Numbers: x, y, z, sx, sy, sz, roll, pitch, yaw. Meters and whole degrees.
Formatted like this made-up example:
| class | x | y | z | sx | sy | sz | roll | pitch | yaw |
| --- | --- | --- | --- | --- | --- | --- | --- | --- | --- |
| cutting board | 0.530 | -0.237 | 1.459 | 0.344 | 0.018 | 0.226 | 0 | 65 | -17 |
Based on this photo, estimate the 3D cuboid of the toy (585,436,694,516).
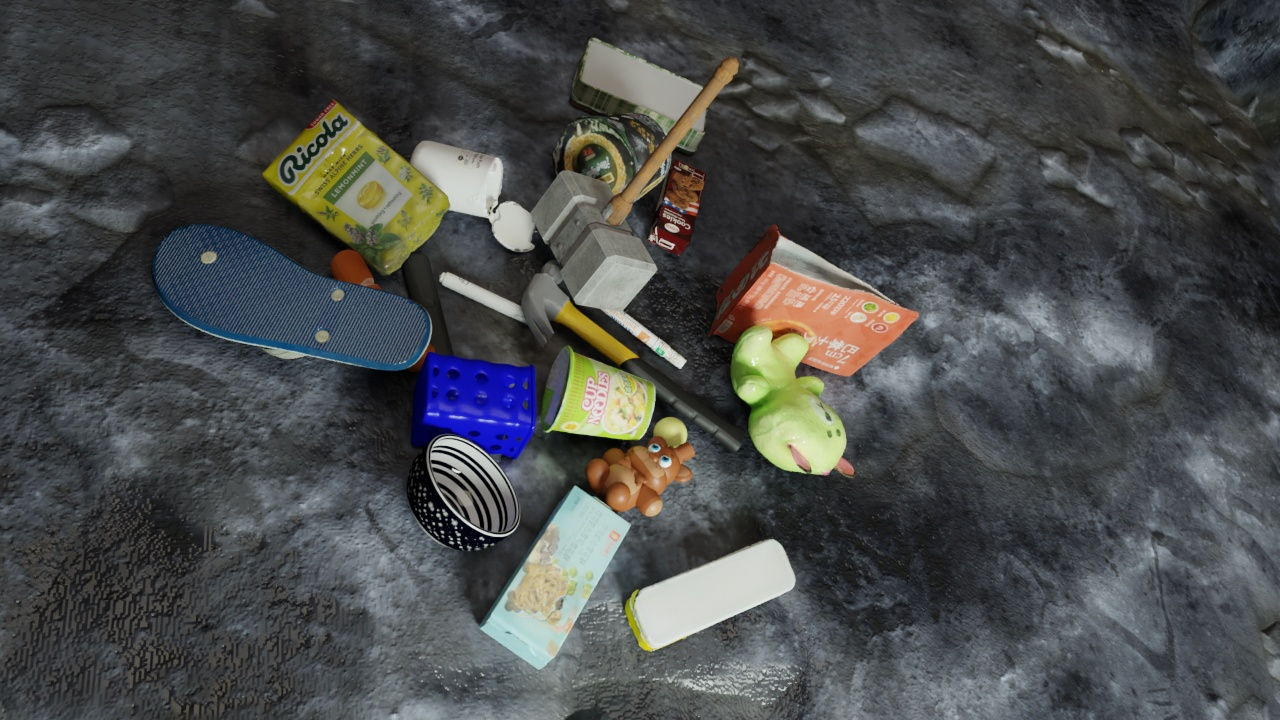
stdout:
| class | x | y | z | sx | sy | sz | roll | pitch | yaw |
| --- | --- | --- | --- | --- | --- | --- | --- | --- | --- |
| toy | 0.006 | 0.122 | 1.017 | 0.127 | 0.065 | 0.095 | -26 | 56 | -25 |

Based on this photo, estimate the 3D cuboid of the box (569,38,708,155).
| class | x | y | z | sx | sy | sz | roll | pitch | yaw |
| --- | --- | --- | --- | --- | --- | --- | --- | --- | --- |
| box | 0.002 | -0.391 | 1.360 | 0.205 | 0.051 | 0.117 | 19 | 51 | -16 |

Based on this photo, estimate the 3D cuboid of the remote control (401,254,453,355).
| class | x | y | z | sx | sy | sz | roll | pitch | yaw |
| --- | --- | --- | --- | --- | --- | --- | --- | --- | --- |
| remote control | -0.242 | -0.057 | 1.046 | 0.033 | 0.015 | 0.146 | -5 | 63 | -29 |

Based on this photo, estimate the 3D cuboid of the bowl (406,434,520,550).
| class | x | y | z | sx | sy | sz | roll | pitch | yaw |
| --- | --- | --- | --- | --- | --- | --- | --- | --- | --- |
| bowl | -0.186 | 0.140 | 0.909 | 0.120 | 0.066 | 0.120 | 43 | 20 | -20 |

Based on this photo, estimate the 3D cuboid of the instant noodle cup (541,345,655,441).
| class | x | y | z | sx | sy | sz | roll | pitch | yaw |
| --- | --- | --- | --- | --- | --- | --- | --- | --- | --- |
| instant noodle cup | -0.045 | 0.044 | 1.027 | 0.108 | 0.099 | 0.098 | 15 | 55 | -17 |

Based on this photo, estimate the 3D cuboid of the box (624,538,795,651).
| class | x | y | z | sx | sy | sz | roll | pitch | yaw |
| --- | --- | --- | --- | --- | --- | --- | --- | --- | --- |
| box | 0.080 | 0.252 | 1.001 | 0.209 | 0.037 | 0.064 | -13 | 69 | -33 |

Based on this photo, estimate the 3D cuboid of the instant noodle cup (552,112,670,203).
| class | x | y | z | sx | sy | sz | roll | pitch | yaw |
| --- | --- | --- | --- | --- | --- | --- | --- | --- | --- |
| instant noodle cup | -0.031 | -0.267 | 1.219 | 0.137 | 0.138 | 0.112 | 47 | 42 | 6 |

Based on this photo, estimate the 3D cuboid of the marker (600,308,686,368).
| class | x | y | z | sx | sy | sz | roll | pitch | yaw |
| --- | --- | --- | --- | --- | --- | --- | --- | --- | --- |
| marker | -0.004 | -0.039 | 1.154 | 0.145 | 0.017 | 0.017 | 37 | 51 | -1 |

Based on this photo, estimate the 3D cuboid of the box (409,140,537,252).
| class | x | y | z | sx | sy | sz | roll | pitch | yaw |
| --- | --- | --- | --- | --- | --- | --- | --- | --- | --- |
| box | -0.200 | -0.200 | 1.127 | 0.156 | 0.126 | 0.084 | 13 | 49 | 4 |

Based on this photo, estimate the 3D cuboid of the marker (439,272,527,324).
| class | x | y | z | sx | sy | sz | roll | pitch | yaw |
| --- | --- | --- | --- | --- | --- | --- | --- | --- | --- |
| marker | -0.176 | -0.070 | 1.085 | 0.133 | 0.017 | 0.020 | 25 | 27 | -11 |

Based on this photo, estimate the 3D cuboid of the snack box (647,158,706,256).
| class | x | y | z | sx | sy | sz | roll | pitch | yaw |
| --- | --- | --- | --- | --- | --- | --- | --- | --- | --- |
| snack box | 0.052 | -0.216 | 1.284 | 0.051 | 0.032 | 0.140 | 24 | 53 | -12 |

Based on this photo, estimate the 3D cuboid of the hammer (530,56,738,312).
| class | x | y | z | sx | sy | sz | roll | pitch | yaw |
| --- | --- | --- | --- | --- | --- | --- | --- | --- | --- |
| hammer | 0.009 | -0.222 | 1.065 | 0.082 | 0.319 | 0.162 | 7 | 45 | -45 |

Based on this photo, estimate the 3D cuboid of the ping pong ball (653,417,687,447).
| class | x | y | z | sx | sy | sz | roll | pitch | yaw |
| --- | --- | --- | --- | --- | --- | --- | --- | --- | --- |
| ping pong ball | 0.035 | 0.087 | 1.079 | 0.040 | 0.040 | 0.040 | 13 | 56 | -20 |

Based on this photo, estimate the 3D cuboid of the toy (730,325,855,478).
| class | x | y | z | sx | sy | sz | roll | pitch | yaw |
| --- | --- | --- | --- | --- | --- | --- | --- | --- | --- |
| toy | 0.179 | 0.060 | 1.137 | 0.150 | 0.107 | 0.196 | 8 | 64 | -48 |

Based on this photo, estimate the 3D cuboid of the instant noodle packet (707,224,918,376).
| class | x | y | z | sx | sy | sz | roll | pitch | yaw |
| --- | --- | --- | --- | --- | --- | --- | --- | --- | --- |
| instant noodle packet | 0.221 | -0.056 | 1.184 | 0.221 | 0.165 | 0.083 | 24 | 51 | -11 |

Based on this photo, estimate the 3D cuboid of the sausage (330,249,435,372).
| class | x | y | z | sx | sy | sz | roll | pitch | yaw |
| --- | --- | --- | --- | --- | --- | --- | --- | --- | --- |
| sausage | -0.284 | -0.052 | 1.003 | 0.164 | 0.044 | 0.039 | 50 | 15 | 9 |

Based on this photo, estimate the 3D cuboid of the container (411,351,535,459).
| class | x | y | z | sx | sy | sz | roll | pitch | yaw |
| --- | --- | --- | --- | --- | --- | --- | --- | --- | --- |
| container | -0.177 | 0.048 | 0.969 | 0.113 | 0.085 | 0.085 | 9 | 55 | -21 |

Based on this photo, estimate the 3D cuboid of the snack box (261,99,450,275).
| class | x | y | z | sx | sy | sz | roll | pitch | yaw |
| --- | --- | --- | --- | --- | --- | --- | --- | --- | --- |
| snack box | -0.319 | -0.193 | 1.044 | 0.181 | 0.045 | 0.121 | 40 | 80 | 1 |

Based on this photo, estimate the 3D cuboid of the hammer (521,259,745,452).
| class | x | y | z | sx | sy | sz | roll | pitch | yaw |
| --- | --- | --- | --- | --- | --- | --- | --- | --- | --- |
| hammer | -0.007 | 0.006 | 1.106 | 0.323 | 0.029 | 0.126 | 37 | 35 | -5 |

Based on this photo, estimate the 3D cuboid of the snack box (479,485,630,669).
| class | x | y | z | sx | sy | sz | roll | pitch | yaw |
| --- | --- | --- | --- | --- | --- | --- | --- | --- | --- |
| snack box | -0.084 | 0.216 | 0.930 | 0.075 | 0.053 | 0.174 | 36 | 52 | -3 |

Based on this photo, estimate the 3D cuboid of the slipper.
| class | x | y | z | sx | sy | sz | roll | pitch | yaw |
| --- | --- | --- | --- | --- | --- | --- | --- | --- | --- |
| slipper | -0.361 | -0.052 | 0.951 | 0.295 | 0.060 | 0.118 | 18 | 60 | -1 |
